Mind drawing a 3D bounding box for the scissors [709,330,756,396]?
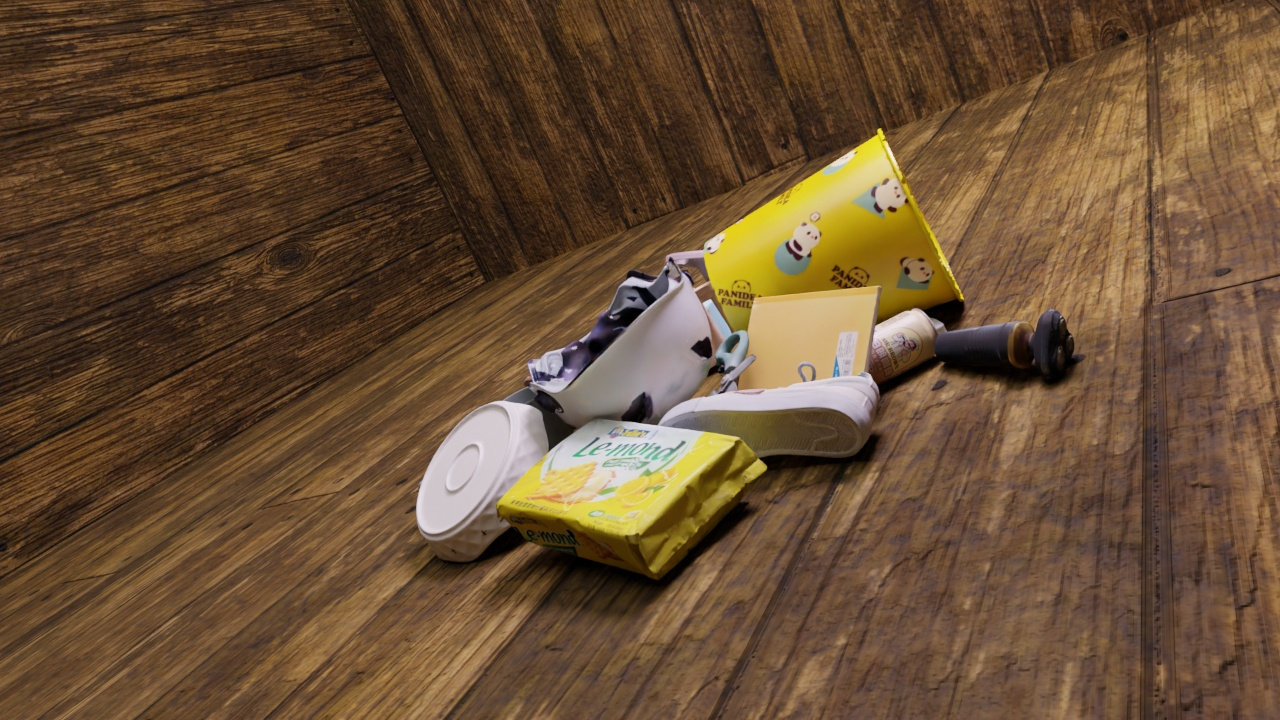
[{"bbox_3d":[0.081,0.040,1.040,0.181,0.019,0.170,-55,10,14],"label":"scissors"}]

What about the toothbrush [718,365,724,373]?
[{"bbox_3d":[0.158,-0.027,1.316,0.018,0.014,0.188,-17,16,41],"label":"toothbrush"}]

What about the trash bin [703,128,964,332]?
[{"bbox_3d":[0.233,-0.125,1.147,0.256,0.229,0.229,-26,13,20],"label":"trash bin"}]

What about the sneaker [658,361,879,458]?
[{"bbox_3d":[0.123,0.053,0.915,0.243,0.089,0.090,-11,28,39],"label":"sneaker"}]

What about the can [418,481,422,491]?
[{"bbox_3d":[-0.222,0.149,1.223,0.146,0.058,0.058,-35,17,-35],"label":"can"}]

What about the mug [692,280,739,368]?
[{"bbox_3d":[0.083,-0.045,1.289,0.125,0.103,0.084,-27,11,34],"label":"mug"}]

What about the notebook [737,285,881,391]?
[{"bbox_3d":[0.173,-0.003,0.988,0.010,0.145,0.207,14,-7,-29],"label":"notebook"}]

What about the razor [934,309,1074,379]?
[{"bbox_3d":[0.346,-0.014,0.885,0.067,0.062,0.168,3,-1,-19],"label":"razor"}]

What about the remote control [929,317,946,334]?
[{"bbox_3d":[0.271,-0.010,1.044,0.150,0.021,0.058,-25,14,-2],"label":"remote control"}]

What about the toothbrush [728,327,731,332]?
[{"bbox_3d":[0.157,-0.060,1.361,0.026,0.026,0.221,-25,5,-27],"label":"toothbrush"}]

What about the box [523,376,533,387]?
[{"bbox_3d":[-0.127,0.068,1.376,0.163,0.076,0.087,-8,52,50],"label":"box"}]

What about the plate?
[{"bbox_3d":[-0.190,0.133,1.065,0.205,0.045,0.204,-33,36,28],"label":"plate"}]

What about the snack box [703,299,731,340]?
[{"bbox_3d":[0.053,-0.036,1.404,0.175,0.074,0.051,-13,19,40],"label":"snack box"}]

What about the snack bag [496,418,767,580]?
[{"bbox_3d":[-0.018,0.129,0.880,0.247,0.068,0.157,3,33,48],"label":"snack bag"}]

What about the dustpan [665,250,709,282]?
[{"bbox_3d":[0.189,-0.165,1.448,0.273,0.139,0.222,-28,1,-3],"label":"dustpan"}]

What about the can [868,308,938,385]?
[{"bbox_3d":[0.255,-0.007,0.979,0.116,0.058,0.058,-26,14,-6],"label":"can"}]

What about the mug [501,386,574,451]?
[{"bbox_3d":[-0.113,0.082,1.189,0.124,0.103,0.083,-24,14,-3],"label":"mug"}]

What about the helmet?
[{"bbox_3d":[-0.006,0.006,1.068,0.228,0.146,0.259,-44,15,-13],"label":"helmet"}]
